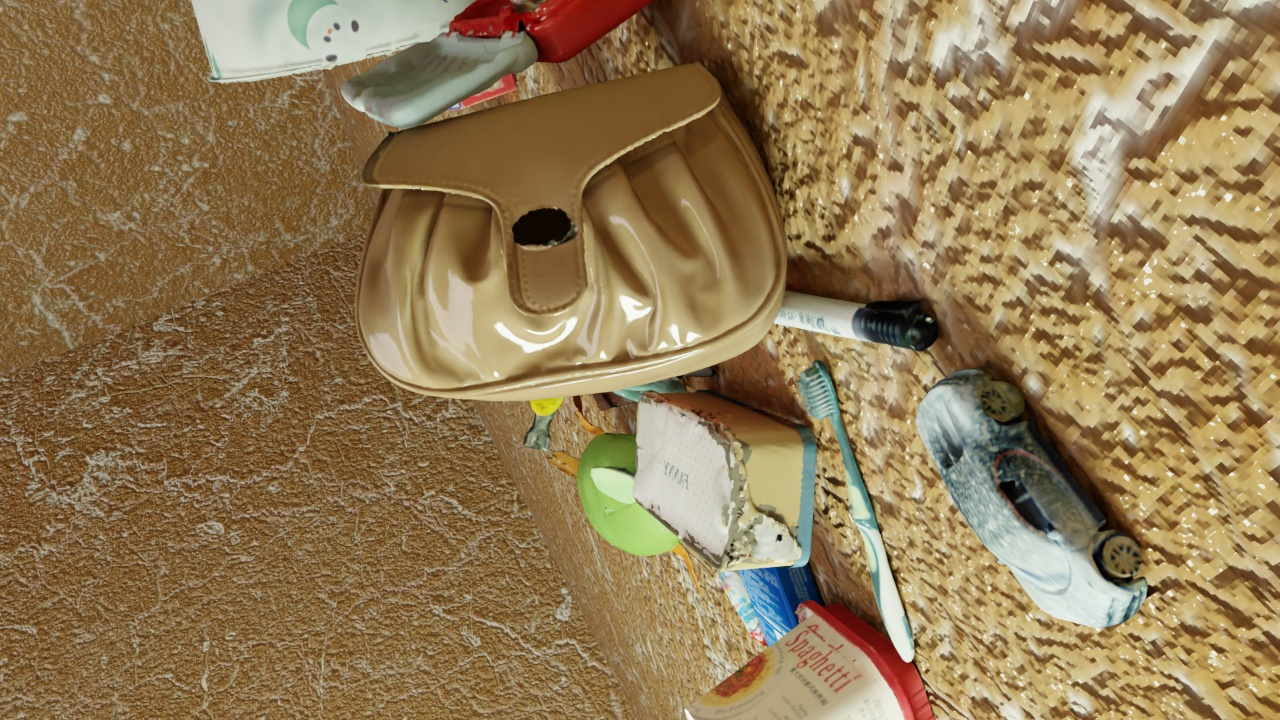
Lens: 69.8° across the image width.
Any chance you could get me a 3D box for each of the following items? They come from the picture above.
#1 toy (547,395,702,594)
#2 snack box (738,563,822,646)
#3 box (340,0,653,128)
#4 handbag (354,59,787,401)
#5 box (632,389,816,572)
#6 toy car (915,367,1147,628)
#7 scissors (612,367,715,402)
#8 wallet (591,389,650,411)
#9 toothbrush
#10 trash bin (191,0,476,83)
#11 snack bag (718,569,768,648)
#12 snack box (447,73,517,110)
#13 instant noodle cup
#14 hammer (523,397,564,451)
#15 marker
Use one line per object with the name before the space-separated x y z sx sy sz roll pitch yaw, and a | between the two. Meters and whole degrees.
toy | -0.008 0.124 0.859 0.227 0.089 0.247 53 161 0
snack box | 0.096 0.155 0.666 0.157 0.026 0.084 69 165 -14
box | -0.087 -0.177 0.511 0.038 0.157 0.201 57 171 -28
handbag | -0.036 -0.057 0.434 0.099 0.205 0.147 30 -130 -79
box | 0.045 0.070 0.595 0.184 0.059 0.090 -151 64 -71
toy car | 0.139 0.052 0.339 0.105 0.031 0.049 58 165 21
scissors | -0.008 0.000 0.687 0.139 0.019 0.180 30 165 -16
wallet | -0.033 -0.006 0.855 0.101 0.032 0.125 67 165 0
toothbrush | 0.118 0.087 0.496 0.016 0.018 0.192 27 139 67
trash bin | -0.257 -0.365 0.697 0.229 0.229 0.252 -139 34 -58
snack bag | 0.088 0.196 0.765 0.105 0.026 0.045 59 168 29
snack box | -0.174 -0.267 0.858 0.207 0.058 0.057 31 144 65
instant noodle cup | 0.105 0.231 0.569 0.117 0.124 0.116 69 165 -15
hammer | -0.088 0.028 0.887 0.323 0.032 0.126 143 140 -83
marker | 0.089 -0.022 0.421 0.131 0.018 0.022 -156 52 -68
